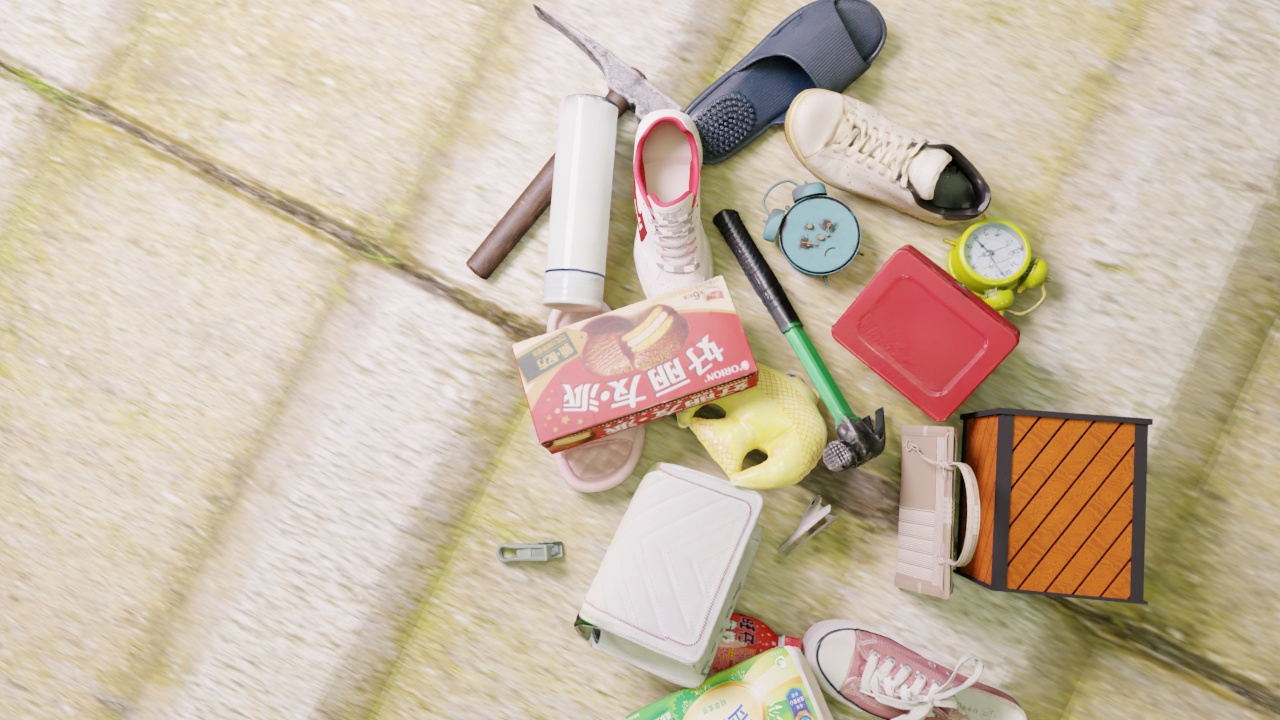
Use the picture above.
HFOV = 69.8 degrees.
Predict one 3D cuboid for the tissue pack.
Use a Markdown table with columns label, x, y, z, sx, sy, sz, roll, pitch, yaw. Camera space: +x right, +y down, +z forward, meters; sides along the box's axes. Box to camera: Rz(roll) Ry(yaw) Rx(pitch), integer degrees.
| label | x | y | z | sx | sy | sz | roll | pitch | yaw |
| --- | --- | --- | --- | --- | --- | --- | --- | --- | --- |
| tissue pack | 0.103 | 0.385 | 0.934 | 0.198 | 0.141 | 0.120 | -22 | 54 | 12 |

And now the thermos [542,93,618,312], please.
| label | x | y | z | sx | sy | sz | roll | pitch | yaw |
| --- | --- | --- | --- | --- | --- | --- | --- | --- | --- |
| thermos | -0.065 | -0.168 | 0.998 | 0.068 | 0.068 | 0.230 | 4 | 84 | 5 |

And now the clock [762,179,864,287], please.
| label | x | y | z | sx | sy | sz | roll | pitch | yaw |
| --- | --- | --- | --- | --- | --- | --- | --- | --- | --- |
| clock | 0.186 | -0.146 | 1.019 | 0.090 | 0.053 | 0.124 | -40 | 83 | -1 |

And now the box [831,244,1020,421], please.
| label | x | y | z | sx | sy | sz | roll | pitch | yaw |
| --- | --- | --- | --- | --- | --- | --- | --- | --- | --- |
| box | 0.296 | -0.027 | 0.965 | 0.157 | 0.127 | 0.137 | 40 | 93 | 7 |

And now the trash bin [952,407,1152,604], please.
| label | x | y | z | sx | sy | sz | roll | pitch | yaw |
| --- | --- | --- | --- | --- | --- | --- | --- | --- | --- |
| trash bin | 0.410 | 0.142 | 0.928 | 0.140 | 0.139 | 0.171 | 4 | 85 | 5 |

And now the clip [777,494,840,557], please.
| label | x | y | z | sx | sy | sz | roll | pitch | yaw |
| --- | --- | --- | --- | --- | --- | --- | --- | --- | --- |
| clip | 0.192 | 0.177 | 0.988 | 0.043 | 0.102 | 0.054 | 45 | 45 | 7 |

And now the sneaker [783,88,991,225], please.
| label | x | y | z | sx | sy | sz | roll | pitch | yaw |
| --- | --- | --- | --- | --- | --- | --- | --- | --- | --- |
| sneaker | 0.265 | -0.206 | 0.962 | 0.241 | 0.102 | 0.089 | 23 | 100 | -14 |

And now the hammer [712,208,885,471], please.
| label | x | y | z | sx | sy | sz | roll | pitch | yaw |
| --- | --- | --- | --- | --- | --- | --- | --- | --- | --- |
| hammer | 0.166 | -0.031 | 0.992 | 0.032 | 0.130 | 0.318 | -40 | 70 | 34 |

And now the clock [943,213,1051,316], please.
| label | x | y | z | sx | sy | sz | roll | pitch | yaw |
| --- | --- | --- | --- | --- | --- | --- | --- | --- | --- |
| clock | 0.387 | -0.100 | 0.995 | 0.083 | 0.057 | 0.119 | -36 | 77 | -2 |

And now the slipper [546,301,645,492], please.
| label | x | y | z | sx | sy | sz | roll | pitch | yaw |
| --- | --- | --- | --- | --- | --- | --- | --- | --- | --- |
| slipper | -0.054 | 0.035 | 1.019 | 0.107 | 0.056 | 0.221 | -8 | 81 | 2 |

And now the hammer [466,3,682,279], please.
| label | x | y | z | sx | sy | sz | roll | pitch | yaw |
| --- | --- | --- | --- | --- | --- | --- | --- | --- | --- |
| hammer | -0.125 | -0.240 | 1.062 | 0.217 | 0.037 | 0.300 | 40 | 89 | 7 |

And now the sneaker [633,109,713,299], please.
| label | x | y | z | sx | sy | sz | roll | pitch | yaw |
| --- | --- | --- | --- | --- | --- | --- | --- | --- | --- |
| sneaker | 0.033 | -0.149 | 0.984 | 0.090 | 0.104 | 0.237 | -1 | 101 | 5 |

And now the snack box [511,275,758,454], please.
| label | x | y | z | sx | sy | sz | roll | pitch | yaw |
| --- | --- | --- | --- | --- | --- | --- | --- | --- | --- |
| snack box | -0.006 | 0.006 | 0.959 | 0.236 | 0.060 | 0.113 | -18 | 73 | 2 |

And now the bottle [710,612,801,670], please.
| label | x | y | z | sx | sy | sz | roll | pitch | yaw |
| --- | --- | --- | --- | --- | --- | --- | --- | --- | --- |
| bottle | 0.101 | 0.301 | 0.978 | 0.137 | 0.062 | 0.062 | 8 | 85 | 5 |

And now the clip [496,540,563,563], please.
| label | x | y | z | sx | sy | sz | roll | pitch | yaw |
| --- | --- | --- | --- | --- | --- | --- | --- | --- | --- |
| clip | -0.127 | 0.213 | 1.021 | 0.076 | 0.061 | 0.023 | -6 | 82 | 19 |

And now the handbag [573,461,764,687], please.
| label | x | y | z | sx | sy | sz | roll | pitch | yaw |
| --- | --- | --- | --- | --- | --- | --- | --- | --- | --- |
| handbag | 0.033 | 0.216 | 0.942 | 0.142 | 0.096 | 0.198 | 17 | 59 | 20 |

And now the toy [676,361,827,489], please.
| label | x | y | z | sx | sy | sz | roll | pitch | yaw |
| --- | --- | --- | --- | --- | --- | --- | --- | --- | --- |
| toy | 0.126 | 0.058 | 0.985 | 0.154 | 0.065 | 0.170 | -31 | 62 | -24 |

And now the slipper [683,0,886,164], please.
| label | x | y | z | sx | sy | sz | roll | pitch | yaw |
| --- | --- | --- | --- | --- | --- | --- | --- | --- | --- |
| slipper | 0.159 | -0.307 | 1.007 | 0.264 | 0.082 | 0.101 | -34 | 113 | 4 |

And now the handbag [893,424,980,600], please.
| label | x | y | z | sx | sy | sz | roll | pitch | yaw |
| --- | --- | --- | --- | --- | --- | --- | --- | --- | --- |
| handbag | 0.303 | 0.150 | 0.906 | 0.062 | 0.198 | 0.175 | 3 | 84 | 5 |

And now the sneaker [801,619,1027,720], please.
| label | x | y | z | sx | sy | sz | roll | pitch | yaw |
| --- | --- | --- | --- | --- | --- | --- | --- | --- | --- |
| sneaker | 0.284 | 0.341 | 0.945 | 0.241 | 0.088 | 0.118 | 19 | 86 | 5 |
